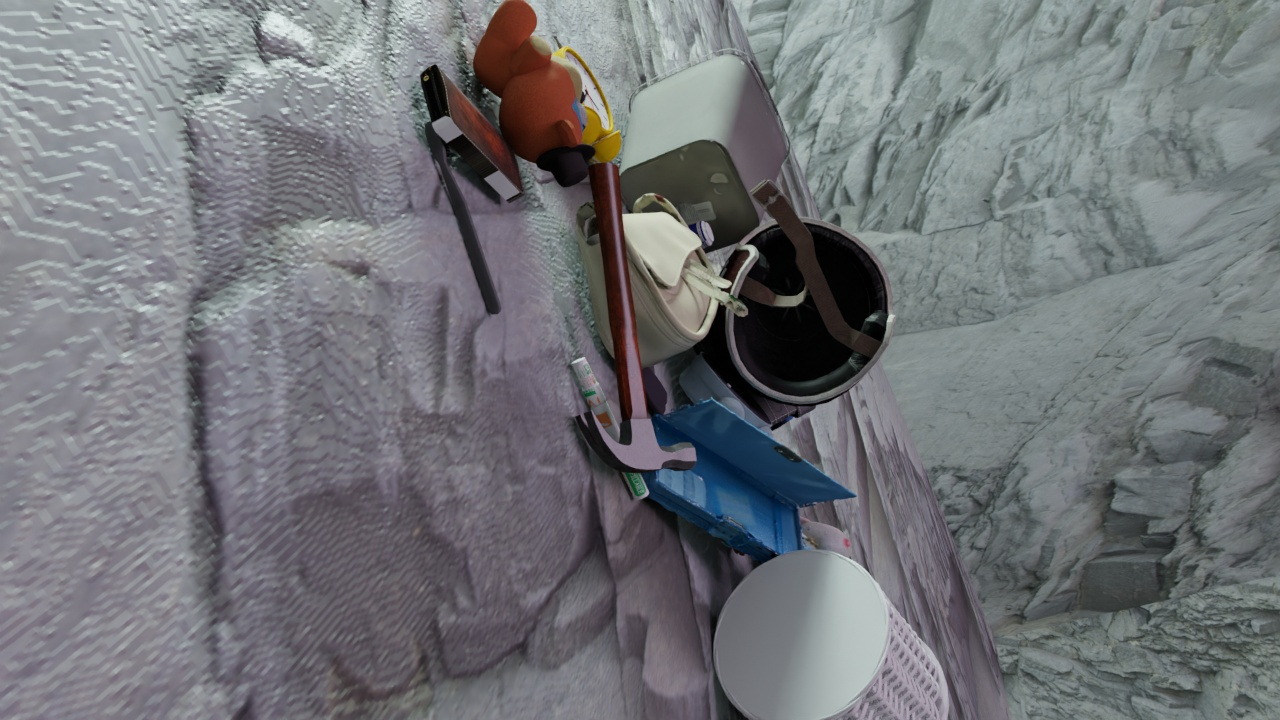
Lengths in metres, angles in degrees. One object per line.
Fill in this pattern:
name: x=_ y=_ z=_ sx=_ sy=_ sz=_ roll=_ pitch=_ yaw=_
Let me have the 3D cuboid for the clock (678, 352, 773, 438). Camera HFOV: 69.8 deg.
clock: x=0.105 y=0.054 z=1.098 sx=0.122 sy=0.045 sz=0.159 roll=39 pitch=13 yaw=-33

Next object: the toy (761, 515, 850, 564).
toy: x=0.218 y=0.244 z=1.200 sx=0.205 sy=0.106 sz=0.131 roll=29 pitch=42 yaw=-63

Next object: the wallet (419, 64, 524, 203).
wallet: x=-0.143 y=-0.194 z=0.794 sx=0.123 sy=0.019 sz=0.072 roll=42 pitch=25 yaw=-60

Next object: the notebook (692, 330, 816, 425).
notebook: x=0.179 y=0.001 z=1.248 sx=0.208 sy=0.030 sz=0.169 roll=-24 pitch=76 yaw=-33

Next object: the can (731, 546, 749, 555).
can: x=0.118 y=0.166 z=1.068 sx=0.105 sy=0.068 sz=0.067 roll=65 pitch=21 yaw=-14

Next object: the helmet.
helmet: x=0.189 y=-0.065 z=1.111 sx=0.233 sy=0.234 sz=0.253 roll=26 pitch=13 yaw=-1

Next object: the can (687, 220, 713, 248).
can: x=0.042 y=-0.141 z=1.126 sx=0.032 sy=0.095 sz=0.032 roll=53 pitch=26 yaw=-41

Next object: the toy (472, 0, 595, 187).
toy: x=-0.101 y=-0.247 z=0.870 sx=0.112 sy=0.096 sz=0.176 roll=146 pitch=-69 yaw=-73

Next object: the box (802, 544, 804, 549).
box: x=0.185 y=0.293 z=1.103 sx=0.069 sy=0.064 sz=0.210 roll=-98 pitch=170 yaw=-45

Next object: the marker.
marker: x=-0.028 y=0.065 z=0.865 sx=0.145 sy=0.017 sz=0.017 roll=66 pitch=21 yaw=-11

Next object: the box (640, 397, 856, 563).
box: x=0.116 y=0.129 z=0.947 sx=0.231 sy=0.110 sz=0.094 roll=34 pitch=41 yaw=-28

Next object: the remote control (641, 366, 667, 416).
remote control: x=-0.006 y=0.006 z=0.987 sx=0.124 sy=0.009 sz=0.046 roll=56 pitch=25 yaw=-26

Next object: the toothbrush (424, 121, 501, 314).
toothbrush: x=-0.144 y=-0.116 z=0.749 sx=0.013 sy=0.013 sz=0.167 roll=-9 pitch=80 yaw=-69

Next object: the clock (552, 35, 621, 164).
clock: x=-0.069 y=-0.290 z=1.055 sx=0.113 sy=0.052 sz=0.152 roll=16 pitch=53 yaw=-66

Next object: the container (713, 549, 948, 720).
container: x=0.198 y=0.320 z=0.949 sx=0.187 sy=0.190 sz=0.189 roll=50 pitch=28 yaw=-39

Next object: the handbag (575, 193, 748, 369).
handbag: x=0.030 y=-0.105 z=0.997 sx=0.184 sy=0.132 sz=0.228 roll=64 pitch=21 yaw=-1

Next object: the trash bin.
trash bin: x=0.080 y=-0.264 z=1.225 sx=0.197 sy=0.198 sz=0.219 roll=57 pitch=29 yaw=-30

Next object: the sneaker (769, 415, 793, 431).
sneaker: x=0.176 y=-0.006 z=1.336 sx=0.083 sy=0.098 sz=0.240 roll=43 pitch=32 yaw=-53

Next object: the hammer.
hammer: x=-0.018 y=-0.044 z=0.863 sx=0.111 sy=0.028 sz=0.300 roll=1 pitch=75 yaw=-35
